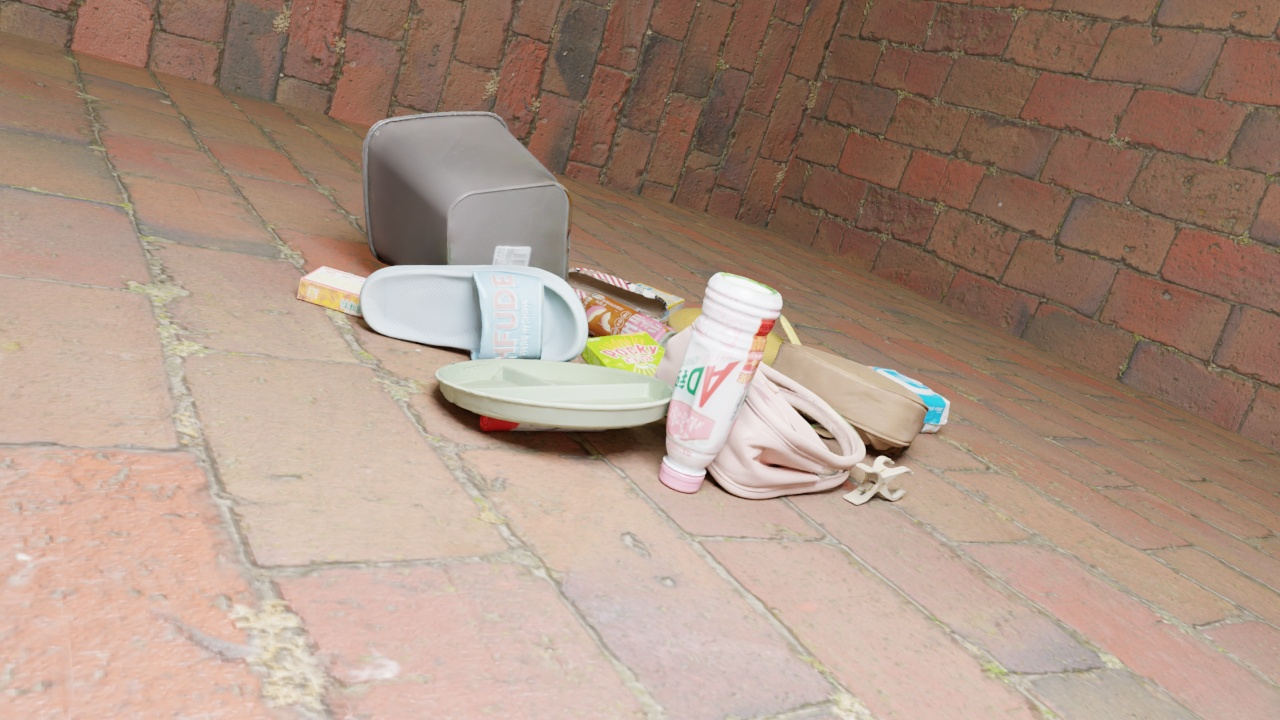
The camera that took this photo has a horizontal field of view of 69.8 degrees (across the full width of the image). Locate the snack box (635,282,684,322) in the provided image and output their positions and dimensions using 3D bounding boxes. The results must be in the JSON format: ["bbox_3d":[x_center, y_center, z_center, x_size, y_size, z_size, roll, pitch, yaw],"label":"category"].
[{"bbox_3d":[0.013,-0.094,1.508,0.087,0.034,0.140,22,14,12],"label":"snack box"}]

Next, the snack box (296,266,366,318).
[{"bbox_3d":[-0.302,-0.068,1.049,0.155,0.027,0.077,17,15,-6],"label":"snack box"}]

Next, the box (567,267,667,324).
[{"bbox_3d":[-0.043,-0.080,1.374,0.163,0.076,0.075,19,-22,-8],"label":"box"}]

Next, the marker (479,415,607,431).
[{"bbox_3d":[-0.086,0.059,0.867,0.145,0.017,0.017,4,20,-42],"label":"marker"}]

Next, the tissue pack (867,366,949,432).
[{"bbox_3d":[0.373,0.054,1.339,0.089,0.063,0.140,7,19,-37],"label":"tissue pack"}]

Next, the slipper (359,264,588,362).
[{"bbox_3d":[-0.176,-0.049,0.974,0.245,0.104,0.074,7,20,-6],"label":"slipper"}]

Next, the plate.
[{"bbox_3d":[-0.080,0.029,0.875,0.230,0.027,0.230,5,9,-1],"label":"plate"}]

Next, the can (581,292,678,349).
[{"bbox_3d":[-0.018,-0.040,1.225,0.147,0.058,0.057,28,18,32],"label":"can"}]

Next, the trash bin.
[{"bbox_3d":[-0.202,-0.170,1.102,0.198,0.199,0.220,-14,36,-30],"label":"trash bin"}]

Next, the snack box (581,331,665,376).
[{"bbox_3d":[-0.006,0.006,1.089,0.085,0.026,0.156,-7,24,-19],"label":"snack box"}]

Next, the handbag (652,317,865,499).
[{"bbox_3d":[0.142,0.059,0.961,0.234,0.093,0.193,17,28,-38],"label":"handbag"}]

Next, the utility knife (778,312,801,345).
[{"bbox_3d":[0.229,-0.009,1.293,0.176,0.019,0.031,67,19,8],"label":"utility knife"}]

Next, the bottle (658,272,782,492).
[{"bbox_3d":[0.064,0.023,0.822,0.068,0.197,0.068,17,16,-5],"label":"bottle"}]

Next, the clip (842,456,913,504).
[{"bbox_3d":[0.255,0.118,0.976,0.034,0.076,0.103,31,8,38],"label":"clip"}]

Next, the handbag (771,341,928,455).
[{"bbox_3d":[0.261,0.051,1.164,0.205,0.100,0.147,29,8,36],"label":"handbag"}]

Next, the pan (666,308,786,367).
[{"bbox_3d":[0.177,-0.008,1.371,0.356,0.078,0.198,-6,32,-44],"label":"pan"}]

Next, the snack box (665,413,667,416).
[{"bbox_3d":[0.111,0.072,1.037,0.156,0.027,0.085,6,19,-36],"label":"snack box"}]
